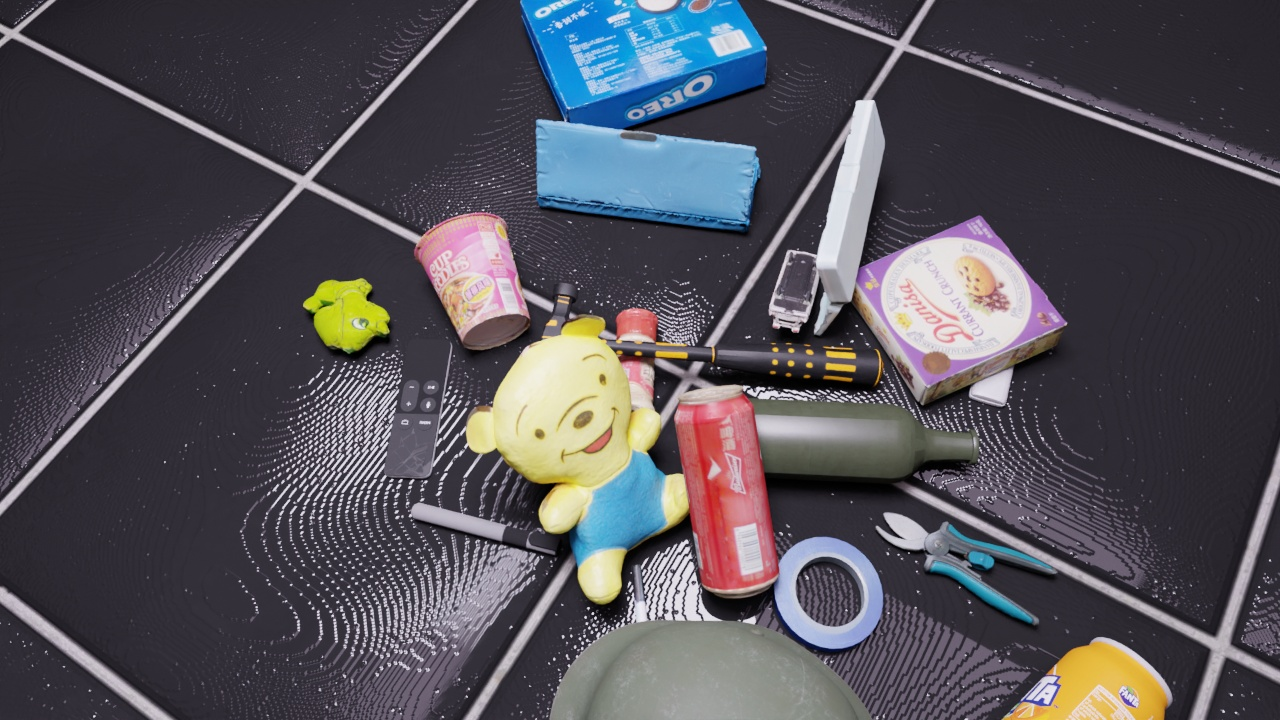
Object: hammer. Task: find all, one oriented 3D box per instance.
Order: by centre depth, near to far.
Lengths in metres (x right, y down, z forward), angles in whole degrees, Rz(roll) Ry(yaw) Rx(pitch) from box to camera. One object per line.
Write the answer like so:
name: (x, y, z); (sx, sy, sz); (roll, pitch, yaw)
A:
hammer: (0.067, -0.002, 0.852); (0.320, 0.036, 0.123); (5, 64, -4)

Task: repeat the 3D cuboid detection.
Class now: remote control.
remote control: (0.346, -0.017, 0.882); (0.033, 0.012, 0.130); (17, 65, 12)
remote control: (-0.215, 0.045, 0.891); (0.045, 0.008, 0.146); (1, 63, 4)

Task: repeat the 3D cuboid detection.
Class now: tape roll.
tape roll: (0.159, 0.198, 0.781); (0.093, 0.016, 0.091); (29, 68, 17)

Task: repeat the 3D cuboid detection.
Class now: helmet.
helmet: (0.056, 0.284, 0.666); (0.268, 0.154, 0.226); (19, 65, 13)

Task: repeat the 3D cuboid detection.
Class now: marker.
marker: (0.004, 0.246, 0.771); (0.011, 0.011, 0.152); (-7, 62, 0)
marker: (-0.140, 0.151, 0.826); (0.140, 0.016, 0.016); (12, 64, 10)

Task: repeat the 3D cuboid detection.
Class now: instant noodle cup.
instant noodle cup: (-0.160, -0.073, 0.906); (0.097, 0.098, 0.108); (-21, 70, -7)

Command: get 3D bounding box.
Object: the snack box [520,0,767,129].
snack box: (0.000, -0.369, 1.062); (0.238, 0.056, 0.195); (-19, 60, -6)

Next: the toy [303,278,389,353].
toy: (-0.298, -0.048, 0.931); (0.094, 0.036, 0.093); (0, 56, 4)

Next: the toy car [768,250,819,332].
toy car: (0.153, -0.069, 0.904); (0.039, 0.039, 0.112); (13, 37, 10)

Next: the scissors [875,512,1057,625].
scissors: (0.283, 0.172, 0.786); (0.153, 0.019, 0.127); (-14, 61, -2)

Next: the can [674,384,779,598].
can: (0.071, 0.108, 0.765); (0.067, 0.067, 0.170); (-10, 96, -2)

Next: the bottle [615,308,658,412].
bottle: (-0.005, 0.005, 0.879); (0.044, 0.044, 0.109); (0, 63, 4)

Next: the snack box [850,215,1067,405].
snack box: (0.297, -0.050, 0.877); (0.148, 0.041, 0.143); (-24, 60, -4)

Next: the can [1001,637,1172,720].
can: (0.324, 0.282, 0.691); (0.142, 0.079, 0.079); (-37, 66, -15)

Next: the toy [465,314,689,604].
toy: (-0.048, 0.078, 0.775); (0.148, 0.084, 0.214); (-40, 109, -25)

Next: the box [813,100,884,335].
box: (0.201, -0.136, 0.884); (0.049, 0.136, 0.196); (13, 64, 13)

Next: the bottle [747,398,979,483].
bottle: (0.190, 0.073, 0.814); (0.207, 0.071, 0.071); (2, 63, 5)

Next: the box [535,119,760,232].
box: (0.006, -0.206, 0.954); (0.232, 0.102, 0.094); (10, 64, 9)
